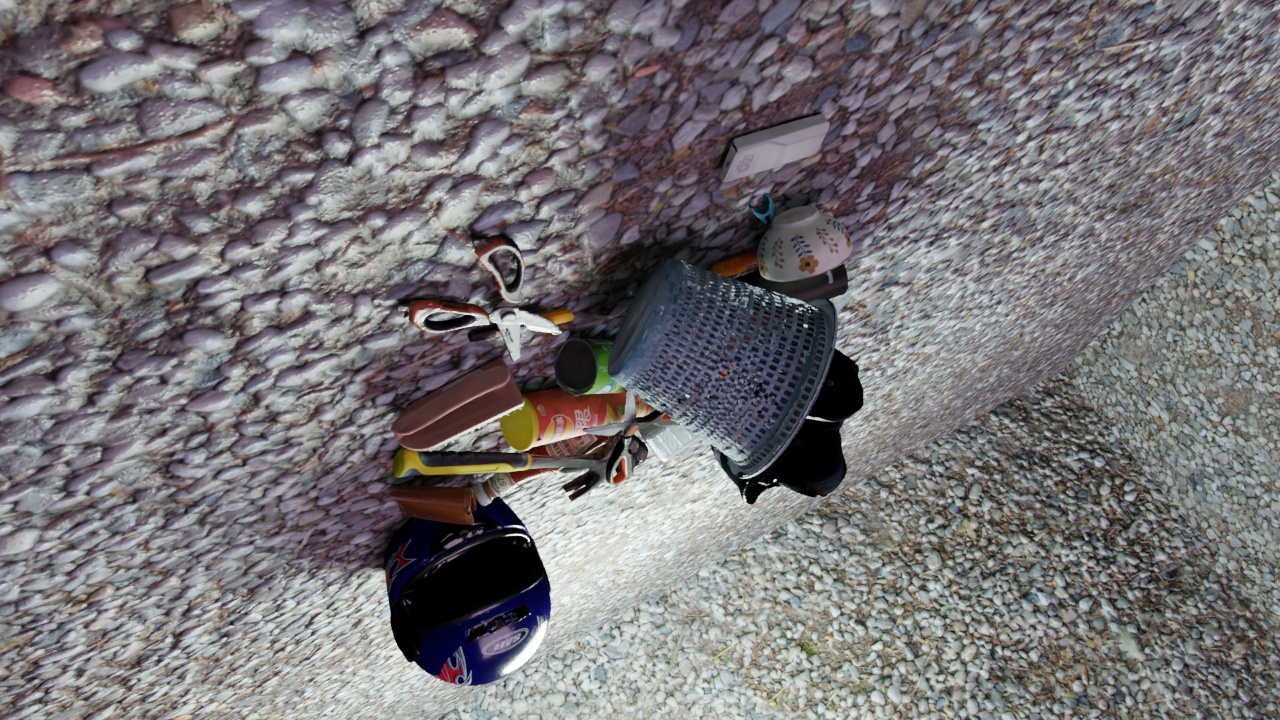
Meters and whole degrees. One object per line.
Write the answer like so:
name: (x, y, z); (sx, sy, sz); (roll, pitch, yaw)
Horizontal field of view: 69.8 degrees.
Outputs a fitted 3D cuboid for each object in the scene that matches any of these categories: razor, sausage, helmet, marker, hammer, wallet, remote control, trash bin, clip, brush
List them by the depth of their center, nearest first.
remote control: (0.139, -0.218, 0.944); (0.124, 0.024, 0.049); (-21, 156, -23)
marker: (-0.128, -0.038, 0.992); (0.123, 0.015, 0.018); (-16, 152, -29)
brush: (-0.207, 0.053, 1.021); (0.145, 0.063, 0.073); (-26, 162, -9)
trash bin: (0.079, -0.010, 1.031); (0.227, 0.195, 0.226); (-60, -170, 18)
clip: (0.143, -0.173, 1.060); (0.038, 0.013, 0.055); (-34, 159, 9)
sausage: (0.148, -0.129, 1.151); (0.164, 0.021, 0.022); (-19, 155, -27)
wallet: (-0.268, 0.186, 1.197); (0.101, 0.032, 0.125); (6, 159, -5)
hammer: (-0.166, 0.136, 1.201); (0.322, 0.032, 0.126); (4, 128, -37)
razor: (-0.070, 0.145, 1.351); (0.168, 0.067, 0.062); (-14, 142, 30)
helmet: (0.209, 0.083, 1.380); (0.274, 0.230, 0.234); (-36, 147, -23)
helmet: (-0.250, 0.357, 1.383); (0.246, 0.240, 0.316); (-23, 156, -26)

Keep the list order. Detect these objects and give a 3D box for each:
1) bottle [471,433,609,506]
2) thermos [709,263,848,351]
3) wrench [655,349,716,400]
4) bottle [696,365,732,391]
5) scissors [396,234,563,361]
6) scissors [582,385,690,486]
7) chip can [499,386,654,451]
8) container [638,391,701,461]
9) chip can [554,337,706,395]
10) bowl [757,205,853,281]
bottle: (-0.142, 0.139, 1.295); (0.206, 0.059, 0.060); (-31, 159, -2)
thermos: (0.143, -0.066, 1.165); (0.242, 0.090, 0.068); (-21, -172, -9)
wrench: (0.114, -0.038, 1.208); (0.272, 0.016, 0.056); (-43, 159, -21)
bottle: (0.096, 0.013, 1.343); (0.066, 0.066, 0.150); (-20, 163, -28)
scissors: (-0.145, -0.054, 0.914); (0.225, 0.015, 0.190); (-6, 145, -41)
scissors: (-0.007, 0.088, 1.206); (0.228, 0.021, 0.221); (-25, 147, -38)
chip can: (-0.079, 0.064, 1.200); (0.216, 0.073, 0.073); (-9, 149, -44)
container: (0.034, 0.082, 1.371); (0.090, 0.090, 0.111); (-33, 156, 1)
chip can: (-0.007, 0.007, 1.173); (0.072, 0.072, 0.235); (-44, 155, 28)
bowl: (0.190, -0.145, 1.090); (0.113, 0.113, 0.062); (-27, 116, -13)
